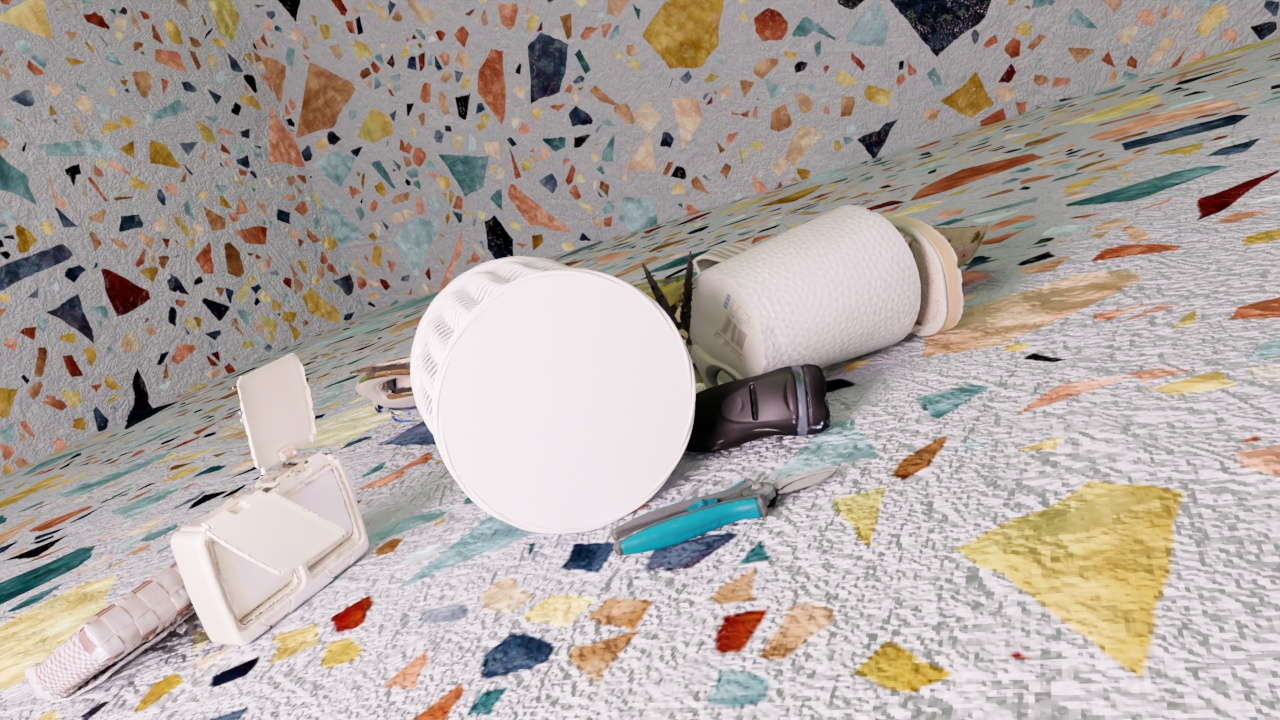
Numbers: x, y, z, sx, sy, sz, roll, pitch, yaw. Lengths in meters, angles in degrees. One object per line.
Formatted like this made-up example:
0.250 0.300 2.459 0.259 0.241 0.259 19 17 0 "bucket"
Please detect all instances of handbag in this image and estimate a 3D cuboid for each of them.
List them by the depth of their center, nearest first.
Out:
-0.354 0.183 0.702 0.124 0.047 0.185 -36 2 33 "handbag"
-0.250 0.023 1.133 0.201 0.093 0.199 -14 -4 22 "handbag"

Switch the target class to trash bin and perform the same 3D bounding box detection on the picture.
0.132 -0.048 0.781 0.161 0.133 0.133 -21 12 -28 "trash bin"

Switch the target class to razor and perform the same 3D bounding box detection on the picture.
0.082 0.041 0.704 0.141 0.053 0.063 -16 -22 36 "razor"

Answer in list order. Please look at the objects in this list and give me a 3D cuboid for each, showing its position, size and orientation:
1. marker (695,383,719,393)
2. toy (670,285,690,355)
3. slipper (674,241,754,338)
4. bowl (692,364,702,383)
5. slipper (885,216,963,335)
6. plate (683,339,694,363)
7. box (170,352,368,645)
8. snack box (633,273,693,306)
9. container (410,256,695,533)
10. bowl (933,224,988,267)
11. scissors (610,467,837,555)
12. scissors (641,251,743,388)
0.095 0.028 0.805 0.017 0.017 0.146 -27 15 -32 "marker"
0.052 -0.041 1.003 0.076 0.063 0.099 -11 33 18 "toy"
0.109 -0.078 0.989 0.114 0.054 0.271 21 30 15 "slipper"
-0.005 0.005 0.920 0.118 0.074 0.118 -18 12 4 "bowl"
0.210 -0.080 0.883 0.052 0.115 0.263 -12 15 -16 "slipper"
0.109 -0.029 1.034 0.209 0.015 0.208 -18 12 4 "plate"
-0.254 0.098 0.668 0.099 0.184 0.143 -4 21 28 "box"
-0.005 -0.085 1.382 0.121 0.045 0.180 -9 16 37 "snack box"
-0.075 0.017 0.707 0.189 0.189 0.187 -22 14 -13 "container"
0.283 -0.107 0.951 0.145 0.063 0.145 -1 8 0 "bowl"
0.053 0.095 0.578 0.136 0.019 0.138 -7 16 36 "scissors"
0.038 -0.001 0.764 0.157 0.171 0.012 40 36 26 "scissors"
